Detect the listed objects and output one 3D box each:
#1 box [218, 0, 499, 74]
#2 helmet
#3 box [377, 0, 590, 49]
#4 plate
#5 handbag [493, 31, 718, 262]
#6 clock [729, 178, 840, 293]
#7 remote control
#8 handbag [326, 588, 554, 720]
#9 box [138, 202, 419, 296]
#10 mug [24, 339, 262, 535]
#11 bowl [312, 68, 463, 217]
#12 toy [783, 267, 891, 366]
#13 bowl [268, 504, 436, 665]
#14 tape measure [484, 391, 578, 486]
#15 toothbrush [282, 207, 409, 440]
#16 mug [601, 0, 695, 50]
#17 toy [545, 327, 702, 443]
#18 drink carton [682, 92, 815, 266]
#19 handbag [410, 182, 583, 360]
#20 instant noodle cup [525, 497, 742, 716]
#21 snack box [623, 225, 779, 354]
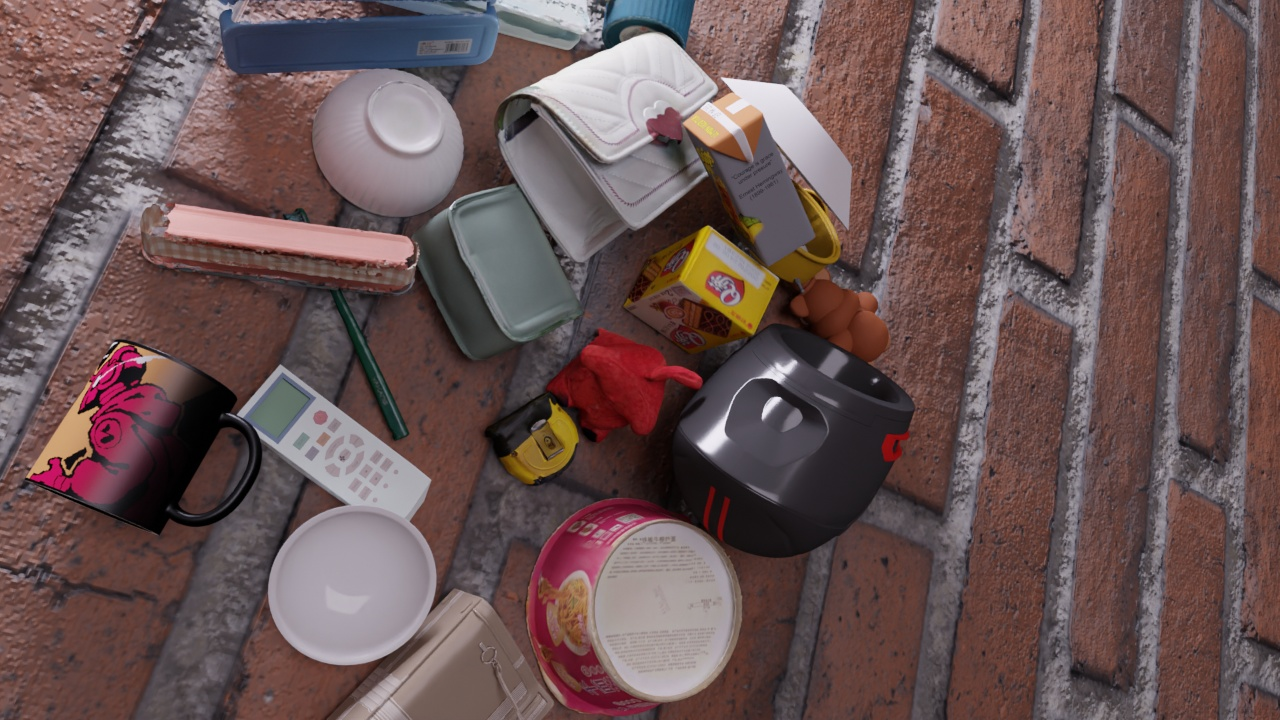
[{"bbox_3d":[-0.218,-0.269,0.707,0.208,0.074,0.077,-10,69,-24],"label":"box"},{"bbox_3d":[0.118,0.076,0.766,0.164,0.170,0.264,35,16,20],"label":"helmet"},{"bbox_3d":[-0.140,-0.326,0.787,0.198,0.066,0.083,7,52,-28],"label":"box"},{"bbox_3d":[0.141,-0.192,0.804,0.036,0.173,0.174,-40,104,14],"label":"plate"},{"bbox_3d":[-0.014,-0.189,0.769,0.142,0.096,0.197,57,45,-13],"label":"handbag"},{"bbox_3d":[0.136,-0.136,0.876,0.113,0.052,0.151,33,38,-20],"label":"clock"},{"bbox_3d":[-0.221,0.068,0.668,0.143,0.024,0.049,42,63,-18],"label":"remote control"},{"bbox_3d":[-0.129,0.302,0.665,0.175,0.062,0.198,-45,111,-28],"label":"handbag"},{"bbox_3d":[-0.257,-0.078,0.662,0.188,0.063,0.058,8,57,-16],"label":"box"},{"bbox_3d":[-0.303,0.056,0.584,0.118,0.082,0.098,24,68,-4],"label":"mug"},{"bbox_3d":[-0.189,-0.177,0.714,0.118,0.062,0.118,6,77,-28],"label":"bowl"},{"bbox_3d":[0.190,-0.041,0.910,0.127,0.065,0.094,41,59,-5],"label":"toy"},{"bbox_3d":[-0.203,0.153,0.647,0.109,0.041,0.110,-1,92,-20],"label":"bowl"},{"bbox_3d":[-0.082,0.066,0.739,0.065,0.037,0.064,-33,96,-30],"label":"tape measure"},{"bbox_3d":[-0.222,-0.026,0.691,0.017,0.016,0.190,-27,93,-33],"label":"toothbrush"},{"bbox_3d":[-0.002,-0.342,0.841,0.113,0.083,0.107,19,75,-31],"label":"mug"},{"bbox_3d":[-0.004,0.004,0.748,0.088,0.133,0.093,57,49,-22],"label":"toy"},{"bbox_3d":[0.089,-0.147,0.748,0.048,0.076,0.125,-32,125,1],"label":"drink carton"},{"bbox_3d":[-0.112,-0.069,0.731,0.105,0.067,0.122,-32,97,-46],"label":"handbag"},{"bbox_3d":[0.005,0.198,0.738,0.178,0.078,0.178,6,77,-29],"label":"instant noodle cup"},{"bbox_3d":[0.051,-0.058,0.799,0.083,0.106,0.061,34,67,-19],"label":"snack box"}]
